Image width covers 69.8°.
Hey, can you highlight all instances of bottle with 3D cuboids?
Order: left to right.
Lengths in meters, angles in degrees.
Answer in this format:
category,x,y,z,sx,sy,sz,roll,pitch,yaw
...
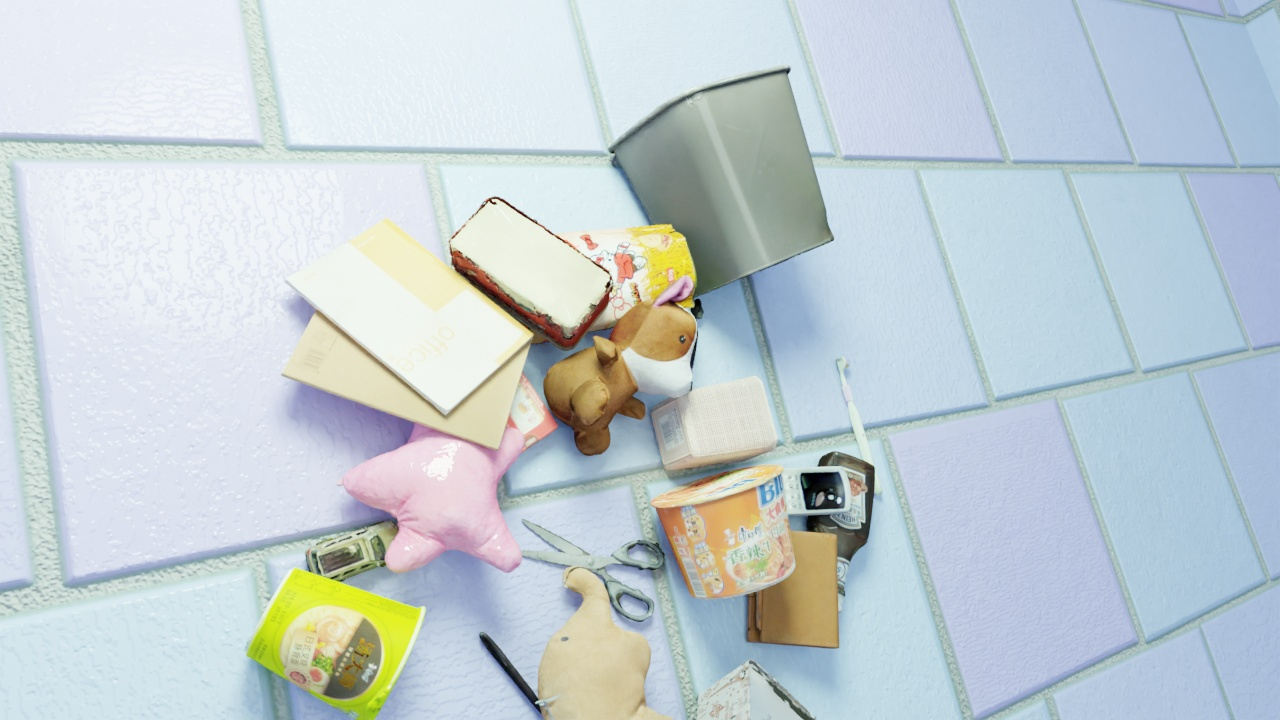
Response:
category,x,y,z,sx,sy,sz,roll,pitch,yaw
bottle,0.243,0.213,1.134,0.080,0.044,0.194,21,65,-14

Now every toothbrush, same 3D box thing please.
category,x,y,z,sx,sy,sz,roll,pitch,yaw
toothbrush,-0.100,0.336,0.906,0.181,0.016,0.018,52,50,-6
toothbrush,0.062,-0.019,1.083,0.017,0.014,0.188,60,23,-30
toothbrush,0.292,0.087,1.221,0.020,0.029,0.189,-15,80,9

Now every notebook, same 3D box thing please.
category,x,y,z,sx,sy,sz,roll,pitch,yaw
notebook,-0.228,-0.050,0.924,0.206,0.010,0.145,39,47,5
notebook,-0.223,-0.005,0.906,0.211,0.012,0.149,21,47,-10

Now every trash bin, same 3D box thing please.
category,x,y,z,sx,sy,sz,roll,pitch,yaw
trash bin,0.108,-0.211,1.123,0.198,0.199,0.220,-24,94,-32

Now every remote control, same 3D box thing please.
category,x,y,z,sx,sy,sz,roll,pitch,yaw
remote control,0.181,0.158,1.104,0.150,0.021,0.058,-1,71,-12

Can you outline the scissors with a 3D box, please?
category,x,y,z,sx,sy,sz,roll,pitch,yaw
scissors,-0.048,0.220,0.979,0.162,0.014,0.165,-21,83,-33

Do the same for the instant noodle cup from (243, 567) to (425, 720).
category,x,y,z,sx,sy,sz,roll,pitch,yaw
instant noodle cup,-0.267,0.241,0.793,0.123,0.112,0.111,28,61,-10

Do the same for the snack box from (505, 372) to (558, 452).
category,x,y,z,sx,sy,sz,roll,pitch,yaw
snack box,-0.160,0.029,0.971,0.075,0.026,0.153,-35,92,-34

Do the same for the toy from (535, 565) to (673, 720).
category,x,y,z,sx,sy,sz,roll,pitch,yaw
toy,-0.042,0.314,0.901,0.143,0.083,0.226,-6,72,-51

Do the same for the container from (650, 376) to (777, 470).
category,x,y,z,sx,sy,sz,roll,pitch,yaw
container,0.081,0.076,1.060,0.110,0.090,0.090,-7,77,-29

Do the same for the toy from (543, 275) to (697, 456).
category,x,y,z,sx,sy,sz,roll,pitch,yaw
toy,-0.006,0.006,0.997,0.130,0.140,0.199,37,66,16

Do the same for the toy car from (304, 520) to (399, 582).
category,x,y,z,sx,sy,sz,roll,pitch,yaw
toy car,-0.262,0.179,0.855,0.090,0.035,0.042,-15,83,-36

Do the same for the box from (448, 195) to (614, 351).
category,x,y,z,sx,sy,sz,roll,pitch,yaw
box,-0.117,-0.095,0.972,0.168,0.077,0.091,35,69,8

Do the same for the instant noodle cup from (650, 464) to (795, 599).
category,x,y,z,sx,sy,sz,roll,pitch,yaw
instant noodle cup,0.097,0.187,1.001,0.151,0.152,0.111,-15,89,-33

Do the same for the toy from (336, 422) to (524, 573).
category,x,y,z,sx,sy,sz,roll,pitch,yaw
toy,-0.198,0.112,0.883,0.178,0.075,0.194,7,57,-19

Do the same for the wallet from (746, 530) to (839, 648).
category,x,y,z,sx,sy,sz,roll,pitch,yaw
wallet,0.177,0.264,1.067,0.108,0.031,0.131,5,68,-4

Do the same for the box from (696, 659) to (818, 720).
category,x,y,z,sx,sy,sz,roll,pitch,yaw
box,0.105,0.455,0.951,0.181,0.205,0.157,42,14,-11

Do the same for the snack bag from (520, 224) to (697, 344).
category,x,y,z,sx,sy,sz,roll,pitch,yaw
snack bag,-0.046,-0.095,1.052,0.207,0.073,0.128,-10,79,-17
